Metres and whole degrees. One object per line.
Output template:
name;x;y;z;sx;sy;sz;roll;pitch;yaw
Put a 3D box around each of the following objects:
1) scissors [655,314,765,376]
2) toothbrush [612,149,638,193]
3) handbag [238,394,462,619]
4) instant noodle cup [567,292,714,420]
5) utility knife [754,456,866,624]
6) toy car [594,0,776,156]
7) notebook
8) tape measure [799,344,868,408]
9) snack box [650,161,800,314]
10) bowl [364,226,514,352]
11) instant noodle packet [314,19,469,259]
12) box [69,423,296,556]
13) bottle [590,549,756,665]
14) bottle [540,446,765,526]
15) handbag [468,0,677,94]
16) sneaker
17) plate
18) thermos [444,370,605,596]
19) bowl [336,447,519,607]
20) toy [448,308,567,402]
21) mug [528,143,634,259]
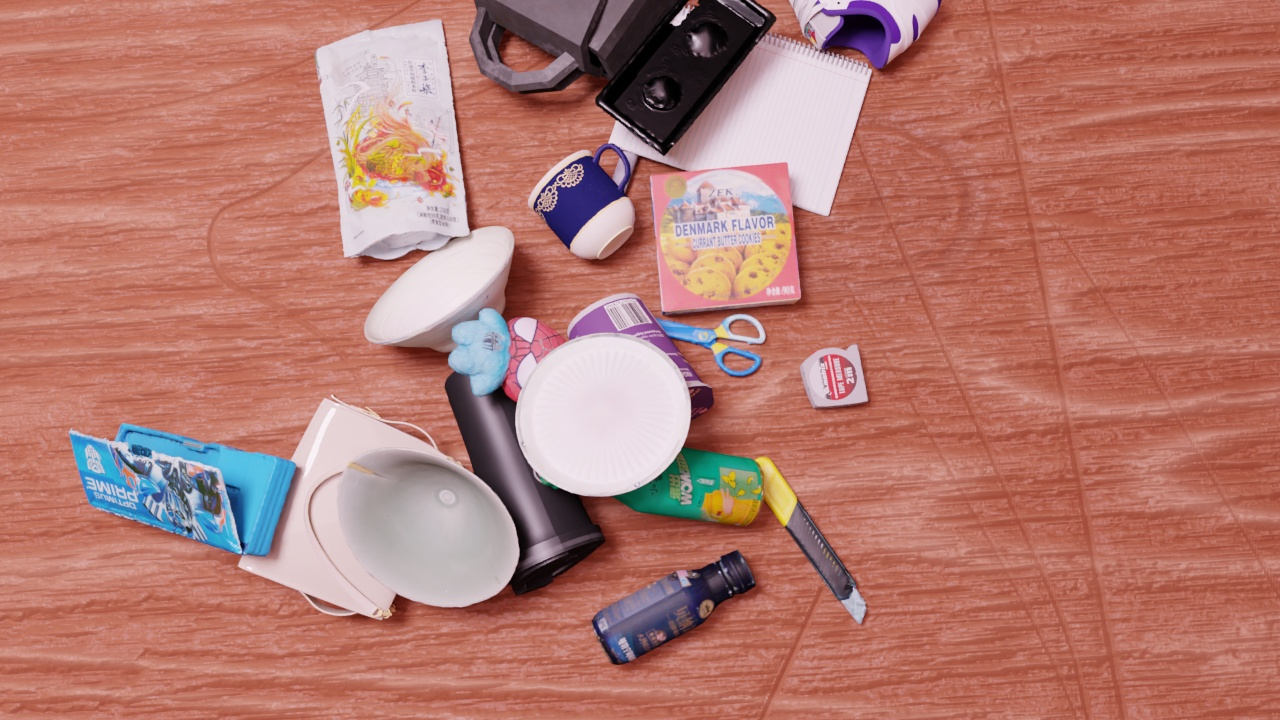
scissors;0.064;-0.019;0.952;0.130;0.022;0.070;9;80;-1
toothbrush;0.004;-0.264;0.996;0.019;0.018;0.187;18;81;3
handbag;-0.253;0.157;0.897;0.198;0.101;0.194;25;81;-6
instant noodle cup;-0.005;0.005;0.910;0.136;0.122;0.121;-7;62;-44
utility knife;0.166;0.177;0.908;0.028;0.020;0.187;-33;79;-4
toy car;0.044;-0.297;0.945;0.094;0.071;0.191;37;82;1
notebook;0.110;-0.276;0.988;0.245;0.013;0.177;18;81;0
tape measure;0.197;0.018;0.936;0.062;0.020;0.060;-9;79;1
snack box;0.087;-0.125;0.949;0.142;0.040;0.145;-5;87;1
bowl;-0.187;-0.058;0.922;0.176;0.176;0.058;-36;121;-5
instant noodle packet;-0.268;-0.244;0.986;0.147;0.057;0.269;-12;74;-2
box;-0.443;0.113;0.858;0.244;0.085;0.091;6;75;30
bottle;0.033;0.235;0.883;0.160;0.056;0.056;-27;80;-4
bottle;0.011;0.111;0.865;0.209;0.068;0.068;11;79;-19
handbag;-0.096;-0.373;0.965;0.197;0.102;0.199;33;88;20
sneaker;0.190;-0.396;0.978;0.244;0.092;0.111;30;79;1
plate;-0.033;0.047;0.817;0.157;0.014;0.156;-2;65;5
thermos;-0.120;0.107;0.894;0.106;0.106;0.218;-24;75;-3
bowl;-0.184;0.137;0.840;0.174;0.067;0.174;6;117;12
toy;-0.117;-0.002;0.865;0.132;0.062;0.092;16;53;-35
mug;-0.045;-0.162;0.941;0.112;0.085;0.089;-44;83;19
